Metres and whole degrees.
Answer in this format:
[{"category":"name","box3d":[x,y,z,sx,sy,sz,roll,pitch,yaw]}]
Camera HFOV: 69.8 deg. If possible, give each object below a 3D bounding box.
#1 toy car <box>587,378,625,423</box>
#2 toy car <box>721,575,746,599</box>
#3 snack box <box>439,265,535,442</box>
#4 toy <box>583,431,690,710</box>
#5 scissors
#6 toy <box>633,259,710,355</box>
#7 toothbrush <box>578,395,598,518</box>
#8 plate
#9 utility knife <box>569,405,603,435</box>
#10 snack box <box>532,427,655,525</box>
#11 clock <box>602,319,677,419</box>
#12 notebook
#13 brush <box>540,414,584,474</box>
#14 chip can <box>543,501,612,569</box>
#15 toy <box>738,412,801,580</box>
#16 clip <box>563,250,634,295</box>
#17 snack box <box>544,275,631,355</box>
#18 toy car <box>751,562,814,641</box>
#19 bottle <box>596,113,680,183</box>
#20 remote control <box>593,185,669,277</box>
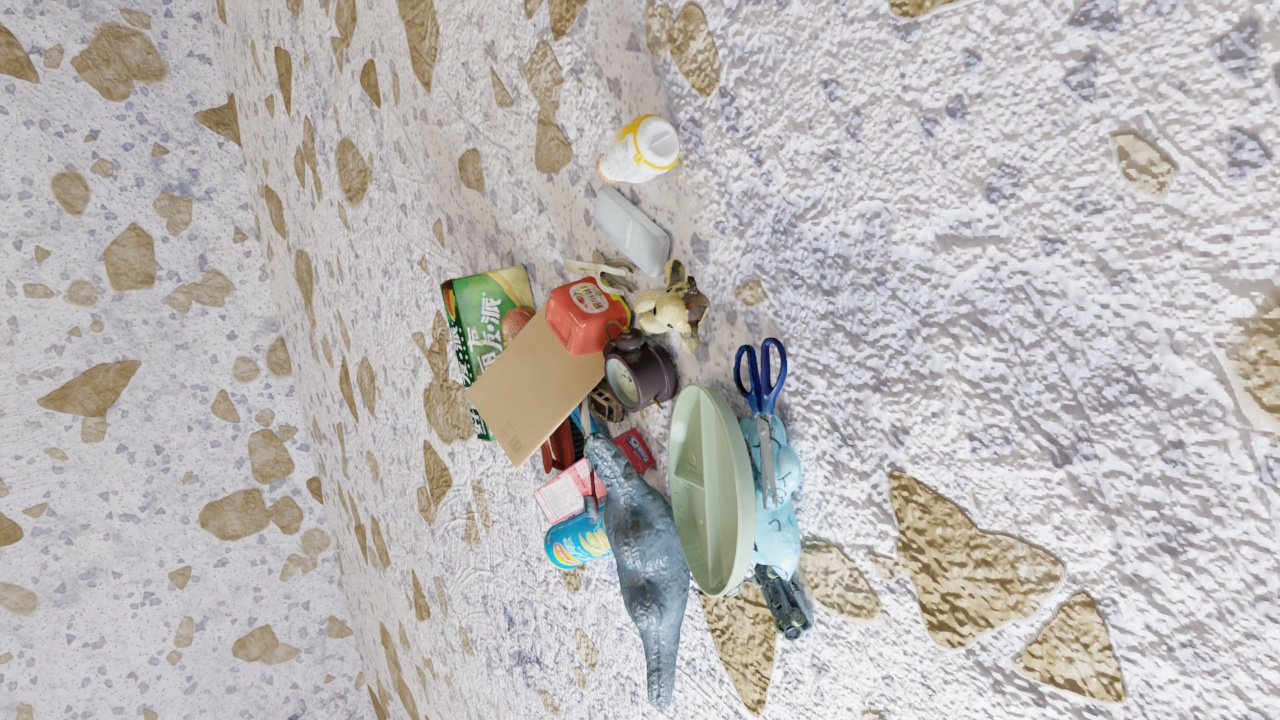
[{"category":"toy car","box3d":[-0.052,0.048,1.199,0.090,0.035,0.042,37,131,48]},{"category":"toy car","box3d":[0.103,0.223,1.037,0.049,0.031,0.106,50,139,39]},{"category":"snack box","box3d":[-0.203,-0.011,1.330,0.063,0.114,0.240,-2,102,59]},{"category":"toy","box3d":[0.003,0.236,1.104,0.091,0.137,0.356,-8,107,23]},{"category":"scissors","box3d":[0.116,0.062,0.918,0.126,0.012,0.173,29,109,53]},{"category":"toy","box3d":[0.030,-0.056,0.997,0.157,0.066,0.105,-177,80,-74]},{"category":"toothbrush","box3d":[-0.069,0.112,1.143,0.016,0.017,0.187,126,145,-45]},{"category":"plate","box3d":[0.074,0.137,0.988,0.230,0.027,0.230,175,91,-74]},{"category":"utility knife","box3d":[-0.076,0.081,1.234,0.034,0.018,0.161,-29,95,49]},{"category":"snack box","box3d":[-0.066,0.156,1.214,0.208,0.057,0.058,-37,81,47]},{"category":"clock","box3d":[-0.006,0.006,1.078,0.122,0.055,0.082,63,153,3]},{"category":"notebook","box3d":[-0.133,0.020,1.216,0.212,0.012,0.149,-47,58,13]},{"category":"brush","box3d":[-0.119,0.086,1.285,0.063,0.069,0.146,9,111,57]},{"category":"chip can","box3d":[-0.064,0.239,1.266,0.211,0.071,0.071,-35,74,56]},{"category":"toy","box3d":[0.128,0.142,0.948,0.161,0.049,0.157,64,148,31]},{"category":"clip","box3d":[-0.046,-0.110,1.111,0.100,0.070,0.035,31,129,42]},{"category":"snack box","box3d":[-0.068,-0.053,1.133,0.091,0.080,0.082,51,142,32]},{"category":"toy car","box3d":[0.152,0.251,0.972,0.090,0.034,0.043,63,149,21]},{"category":"bottle","box3d":[-0.007,-0.220,0.980,0.109,0.063,0.063,-10,95,58]},{"category":"remote control","box3d":[-0.011,-0.150,1.059,0.136,0.020,0.056,46,137,38]}]
